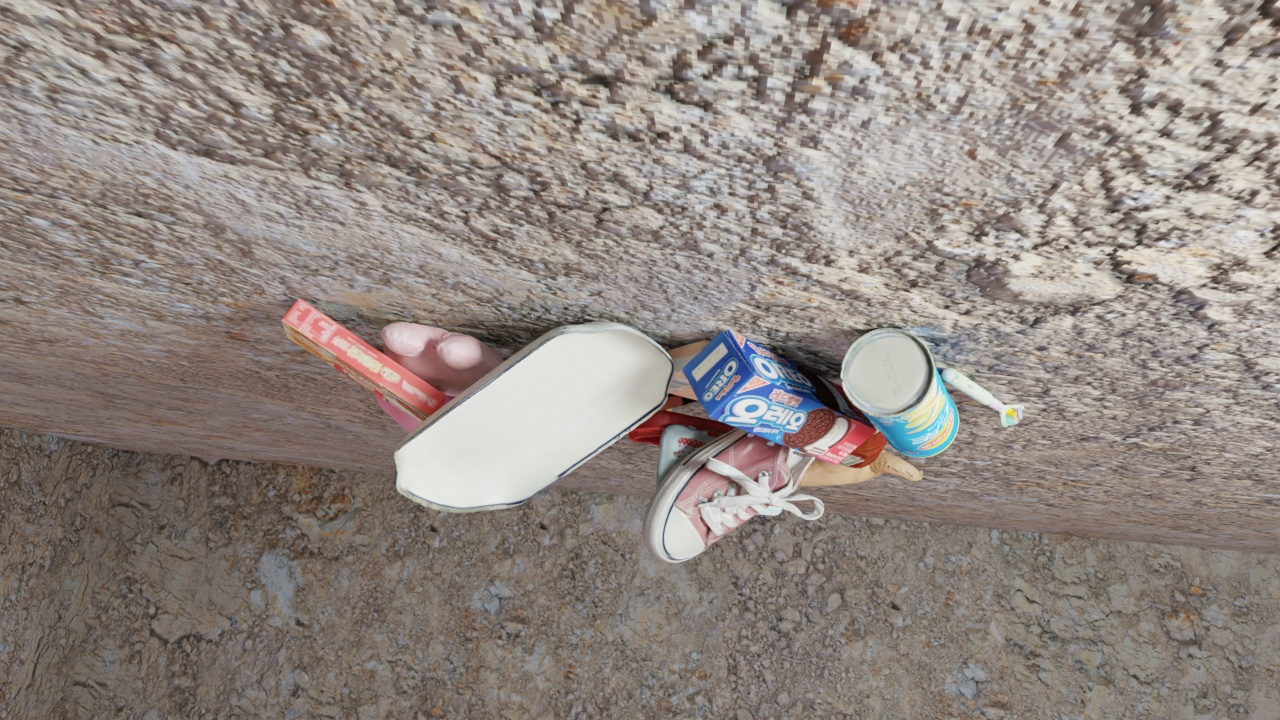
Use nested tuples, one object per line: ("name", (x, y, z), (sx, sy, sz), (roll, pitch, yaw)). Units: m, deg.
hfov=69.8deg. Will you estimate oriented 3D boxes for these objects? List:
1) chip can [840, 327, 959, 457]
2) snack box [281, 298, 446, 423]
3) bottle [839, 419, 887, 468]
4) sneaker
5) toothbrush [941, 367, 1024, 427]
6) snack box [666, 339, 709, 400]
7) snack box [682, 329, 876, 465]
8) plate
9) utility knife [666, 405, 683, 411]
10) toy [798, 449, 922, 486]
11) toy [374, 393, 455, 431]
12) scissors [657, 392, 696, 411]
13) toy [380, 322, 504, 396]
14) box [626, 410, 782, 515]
("chip can", (0.224, 0.033, 0.777), (0.071, 0.071, 0.210), (0, 166, 23))
("snack box", (-0.246, 0.005, 0.819), (0.153, 0.025, 0.075), (35, 162, -8))
("bottle", (0.242, 0.072, 0.989), (0.060, 0.059, 0.206), (4, 164, 8))
("sneaker", (0.108, 0.122, 0.914), (0.118, 0.241, 0.088), (54, 176, -26))
("toothbrush", (0.323, 0.034, 0.865), (0.189, 0.029, 0.020), (22, -160, -49))
("snack box", (0.081, 0.018, 0.858), (0.157, 0.026, 0.085), (15, 157, -41))
("snack box", (0.126, 0.037, 0.806), (0.058, 0.057, 0.207), (-44, 139, 22))
("plate", (-0.096, 0.048, 0.799), (0.266, 0.034, 0.162), (-36, 140, 18))
("utility knife", (-0.036, 0.054, 1.116), (0.179, 0.019, 0.031), (-2, 163, 6))
("toy", (0.247, 0.127, 1.189), (0.226, 0.082, 0.143), (0, 180, 16))
("toy", (-0.217, 0.049, 0.976), (0.194, 0.074, 0.179), (34, 171, 0))
("scissors", (-0.032, 0.056, 0.968), (0.189, 0.015, 0.224), (-10, -173, 24))
("toy", (-0.178, -0.002, 0.832), (0.121, 0.054, 0.160), (13, 168, -3))
("box", (0.073, 0.117, 1.034), (0.200, 0.100, 0.095), (15, 165, -39))
